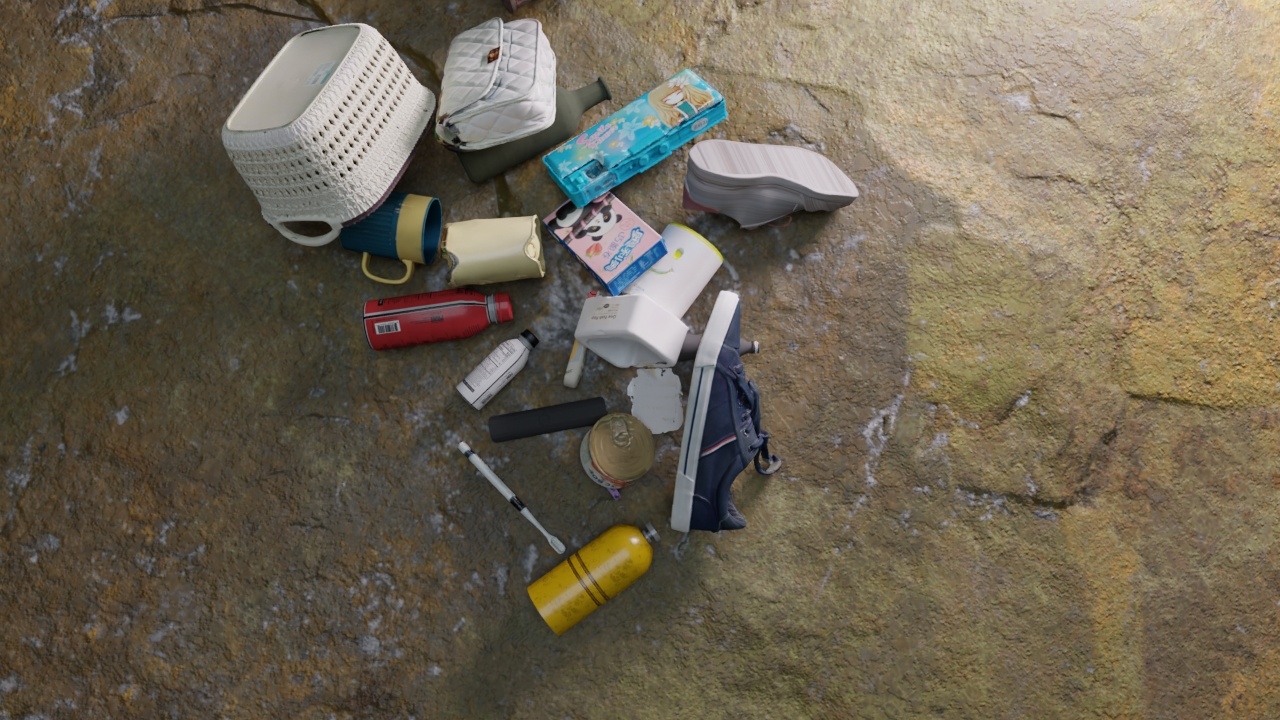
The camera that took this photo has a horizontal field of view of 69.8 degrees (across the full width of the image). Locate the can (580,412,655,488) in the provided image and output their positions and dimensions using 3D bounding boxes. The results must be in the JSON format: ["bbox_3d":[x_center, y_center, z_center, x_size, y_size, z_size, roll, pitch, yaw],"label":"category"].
[{"bbox_3d":[-0.028,0.110,1.114,0.086,0.043,0.086,8,66,-19],"label":"can"}]

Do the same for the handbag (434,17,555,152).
[{"bbox_3d":[-0.177,-0.340,1.105,0.139,0.072,0.194,-14,46,9],"label":"handbag"}]

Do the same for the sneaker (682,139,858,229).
[{"bbox_3d":[0.157,-0.209,1.156,0.236,0.090,0.099,5,49,-20],"label":"sneaker"}]

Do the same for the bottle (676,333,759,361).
[{"bbox_3d":[0.094,-0.017,1.149,0.110,0.036,0.036,0,84,-2],"label":"bottle"}]

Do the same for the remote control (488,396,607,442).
[{"bbox_3d":[-0.115,0.074,1.144,0.147,0.015,0.033,-10,84,-3],"label":"remote control"}]

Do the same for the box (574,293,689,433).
[{"bbox_3d":[0.004,-0.002,1.112,0.101,0.112,0.189,-53,124,-31],"label":"box"}]

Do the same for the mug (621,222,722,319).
[{"bbox_3d":[0.039,-0.105,1.134,0.082,0.082,0.106,36,85,2],"label":"mug"}]

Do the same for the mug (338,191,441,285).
[{"bbox_3d":[-0.309,-0.152,1.129,0.107,0.083,0.113,9,90,-1],"label":"mug"}]

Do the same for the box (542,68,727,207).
[{"bbox_3d":[-0.007,-0.282,1.152,0.226,0.039,0.094,-33,52,-6],"label":"box"}]

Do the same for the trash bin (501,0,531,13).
[{"bbox_3d":[-0.099,-0.544,1.152,0.211,0.131,0.131,-30,86,-3],"label":"trash bin"}]

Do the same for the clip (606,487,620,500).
[{"bbox_3d":[-0.041,0.150,1.134,0.013,0.033,0.051,-35,86,-4],"label":"clip"}]

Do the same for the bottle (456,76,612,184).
[{"bbox_3d":[-0.134,-0.298,1.154,0.206,0.071,0.071,-28,86,-4],"label":"bottle"}]

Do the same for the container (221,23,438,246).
[{"bbox_3d":[-0.359,-0.272,1.063,0.185,0.143,0.250,4,56,23],"label":"container"}]

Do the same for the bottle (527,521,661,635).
[{"bbox_3d":[-0.048,0.253,1.102,0.163,0.071,0.071,-35,86,-5],"label":"bottle"}]

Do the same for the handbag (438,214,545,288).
[{"bbox_3d":[-0.179,-0.131,1.115,0.119,0.111,0.081,-5,105,-1],"label":"handbag"}]

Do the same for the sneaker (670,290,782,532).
[{"bbox_3d":[0.114,0.067,1.091,0.127,0.120,0.295,7,99,6],"label":"sneaker"}]

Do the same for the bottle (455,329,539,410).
[{"bbox_3d":[-0.174,0.008,1.136,0.116,0.041,0.041,-45,87,-5],"label":"bottle"}]

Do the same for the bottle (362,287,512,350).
[{"bbox_3d":[-0.247,-0.054,1.130,0.176,0.062,0.062,-8,84,-3],"label":"bottle"}]

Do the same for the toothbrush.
[{"bbox_3d":[-0.159,0.168,1.132,0.187,0.017,0.012,45,64,3],"label":"toothbrush"}]

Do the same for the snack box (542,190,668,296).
[{"bbox_3d":[-0.045,-0.153,1.123,0.088,0.033,0.154,-40,53,-5],"label":"snack box"}]

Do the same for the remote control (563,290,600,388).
[{"bbox_3d":[-0.071,-0.027,1.144,0.018,0.038,0.125,14,84,1],"label":"remote control"}]
